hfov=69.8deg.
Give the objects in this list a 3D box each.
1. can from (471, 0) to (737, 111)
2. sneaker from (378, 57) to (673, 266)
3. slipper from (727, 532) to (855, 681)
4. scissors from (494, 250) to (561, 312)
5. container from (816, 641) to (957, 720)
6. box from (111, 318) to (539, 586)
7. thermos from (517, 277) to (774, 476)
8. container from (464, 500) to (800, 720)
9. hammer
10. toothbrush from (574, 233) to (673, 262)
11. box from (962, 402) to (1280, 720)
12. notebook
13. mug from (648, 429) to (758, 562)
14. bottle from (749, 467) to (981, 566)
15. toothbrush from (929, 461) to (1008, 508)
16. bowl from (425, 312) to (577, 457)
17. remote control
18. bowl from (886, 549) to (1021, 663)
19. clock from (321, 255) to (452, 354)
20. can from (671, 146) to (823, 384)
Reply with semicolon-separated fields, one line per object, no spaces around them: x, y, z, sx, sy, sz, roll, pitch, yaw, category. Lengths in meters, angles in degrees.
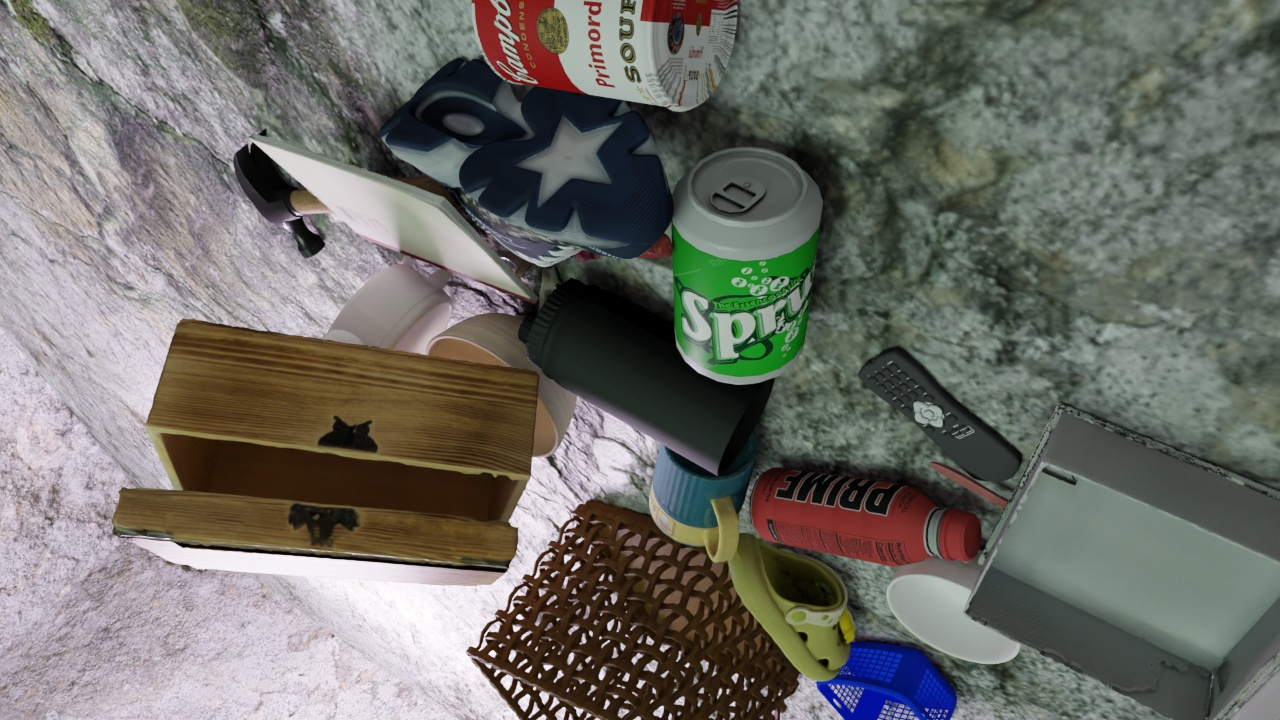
-0.019;-0.187;0.495;0.116;0.086;0.087;18;143;30;can
-0.061;-0.110;0.611;0.269;0.103;0.132;30;164;44;sneaker
0.149;0.217;0.846;0.082;0.091;0.190;-31;123;15;slipper
-0.089;-0.084;0.762;0.154;0.012;0.163;14;142;32;scissors
0.240;0.318;0.885;0.096;0.058;0.114;50;146;-17;container
-0.246;0.105;0.770;0.279;0.167;0.246;7;154;-14;box
-0.004;0.004;0.717;0.199;0.085;0.086;29;147;16;thermos
0.003;0.329;0.991;0.220;0.213;0.252;8;136;40;container
-0.264;-0.152;0.837;0.306;0.040;0.132;6;138;40;hammer
-0.017;-0.076;0.625;0.016;0.016;0.190;71;165;-12;toothbrush
0.393;0.219;0.477;0.478;0.119;0.167;44;145;36;box
-0.194;-0.111;0.729;0.209;0.012;0.153;22;166;28;notebook
0.057;0.108;0.769;0.107;0.083;0.113;100;157;-51;mug
0.172;0.122;0.709;0.177;0.062;0.062;3;133;44;bottle
0.283;0.116;0.625;0.184;0.015;0.015;28;146;13;toothbrush
-0.116;0.011;0.848;0.151;0.075;0.151;27;145;20;bowl
0.204;0.040;0.623;0.124;0.009;0.047;41;148;-3;remote control
0.249;0.182;0.712;0.105;0.054;0.105;25;143;20;bowl
-0.240;-0.028;0.844;0.073;0.160;0.126;37;148;3;clock
0.064;-0.055;0.573;0.088;0.087;0.140;24;145;22;can
